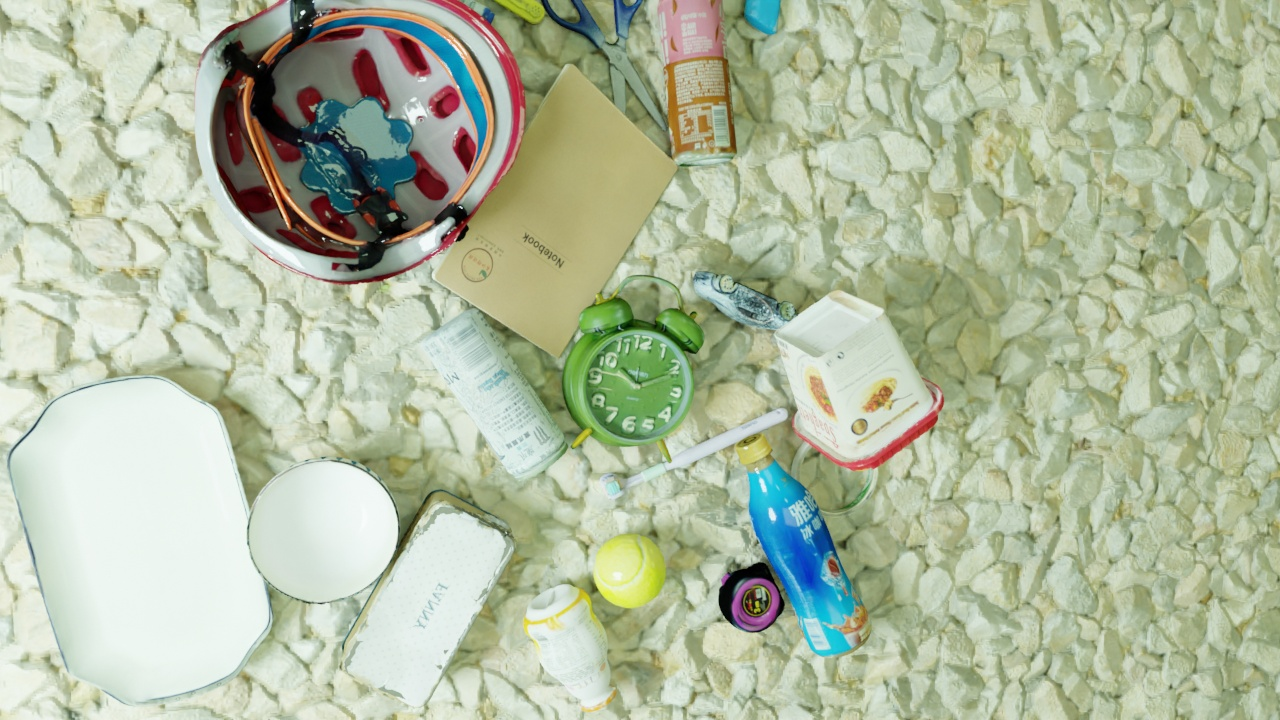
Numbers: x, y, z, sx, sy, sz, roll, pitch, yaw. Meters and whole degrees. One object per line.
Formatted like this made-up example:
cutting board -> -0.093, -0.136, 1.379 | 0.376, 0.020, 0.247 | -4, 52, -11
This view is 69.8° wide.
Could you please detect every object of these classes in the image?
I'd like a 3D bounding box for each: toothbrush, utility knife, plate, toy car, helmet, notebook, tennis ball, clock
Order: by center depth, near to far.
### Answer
helmet -> -0.216, -0.168, 0.707 | 0.239, 0.144, 0.207 | -36, 102, -23
plate -> -0.395, 0.143, 0.740 | 0.162, 0.034, 0.266 | -14, 97, -12
notebook -> -0.066, -0.121, 0.780 | 0.147, 0.008, 0.207 | 35, 85, -39
clock -> -0.005, 0.005, 0.810 | 0.116, 0.056, 0.161 | 9, 92, -15
tennis ball -> -0.010, 0.187, 0.818 | 0.065, 0.065, 0.065 | -1, 94, -13
utility knife -> 0.118, -0.393, 0.829 | 0.034, 0.018, 0.188 | 5, 93, -25
toy car -> 0.094, -0.051, 0.833 | 0.105, 0.049, 0.031 | 24, 84, -13
toothbrush -> 0.053, 0.082, 0.850 | 0.189, 0.029, 0.021 | -22, 139, -12

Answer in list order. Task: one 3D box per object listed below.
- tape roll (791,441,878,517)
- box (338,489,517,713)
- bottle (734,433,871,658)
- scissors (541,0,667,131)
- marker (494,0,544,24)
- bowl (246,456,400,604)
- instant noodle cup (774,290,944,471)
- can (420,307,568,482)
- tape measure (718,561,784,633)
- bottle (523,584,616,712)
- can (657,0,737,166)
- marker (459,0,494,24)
tape roll -> 0.187, 0.108, 0.885 | 0.085, 0.014, 0.086 | -1, 95, -13
box -> -0.184, 0.207, 0.783 | 0.090, 0.061, 0.184 | 32, 88, -13
bottle -> 0.145, 0.169, 0.854 | 0.065, 0.065, 0.219 | -27, 99, -10
scissors -> -0.021, -0.283, 0.808 | 0.163, 0.012, 0.160 | 32, 87, -15
marker -> -0.137, -0.323, 0.776 | 0.124, 0.015, 0.018 | 28, 90, -12
bowl -> -0.258, 0.134, 0.755 | 0.116, 0.066, 0.116 | -1, 94, -14
instant noodle cup -> 0.186, 0.014, 0.814 | 0.116, 0.116, 0.124 | -35, 118, -9
can -> -0.123, 0.029, 0.783 | 0.058, 0.058, 0.147 | -34, 101, -9
tape measure -> 0.102, 0.224, 0.861 | 0.057, 0.039, 0.057 | -30, 100, -14
bottle -> -0.058, 0.256, 0.813 | 0.063, 0.063, 0.108 | -26, 99, -10
can -> 0.049, -0.247, 0.803 | 0.058, 0.058, 0.147 | -7, 96, -13
marker -> -0.190, -0.318, 0.763 | 0.145, 0.017, 0.017 | 25, 88, -14
